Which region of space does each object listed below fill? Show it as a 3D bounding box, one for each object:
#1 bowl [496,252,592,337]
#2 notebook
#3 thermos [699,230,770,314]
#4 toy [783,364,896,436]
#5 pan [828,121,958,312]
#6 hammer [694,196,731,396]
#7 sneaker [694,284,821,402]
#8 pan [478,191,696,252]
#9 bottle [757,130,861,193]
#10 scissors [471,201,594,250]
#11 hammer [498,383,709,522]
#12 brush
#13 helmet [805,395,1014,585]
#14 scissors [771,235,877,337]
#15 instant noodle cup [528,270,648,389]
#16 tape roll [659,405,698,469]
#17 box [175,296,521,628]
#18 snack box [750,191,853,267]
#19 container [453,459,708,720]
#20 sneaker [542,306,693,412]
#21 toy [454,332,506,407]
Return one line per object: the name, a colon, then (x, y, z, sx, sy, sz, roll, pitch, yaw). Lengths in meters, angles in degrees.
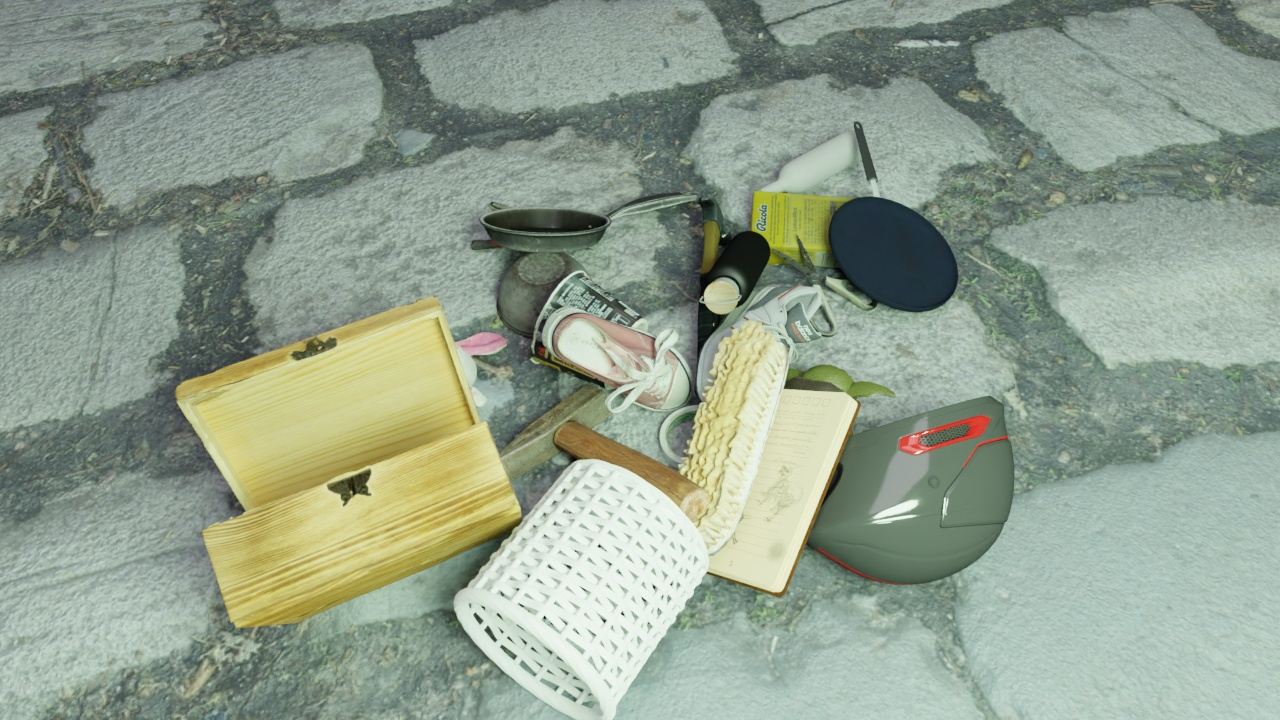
bowl: (-0.135, -0.107, 1.291, 0.145, 0.067, 0.144, -2, 50, 2)
notebook: (0.133, 0.133, 1.006, 0.168, 0.024, 0.225, 3, 63, 54)
thermos: (0.124, -0.112, 1.209, 0.061, 0.061, 0.230, 11, 25, 13)
toy: (0.204, 0.068, 1.113, 0.180, 0.078, 0.152, 11, 45, 43)
pan: (0.348, -0.216, 1.329, 0.198, 0.021, 0.355, 6, 57, -17)
hammer: (0.094, -0.089, 1.246, 0.025, 0.118, 0.332, -9, 53, 19)
sneaker: (0.159, -0.026, 1.150, 0.125, 0.089, 0.239, -18, 30, 37)
pan: (-0.064, -0.210, 1.355, 0.356, 0.055, 0.187, -11, 24, -31)
bottle: (0.263, -0.298, 1.436, 0.194, 0.053, 0.052, -31, 55, -21)
scissors: (-0.170, -0.200, 1.406, 0.194, 0.015, 0.179, -25, 53, -17)
hammer: (-0.033, 0.118, 1.037, 0.157, 0.037, 0.301, -36, 32, -24)
brush: (0.098, 0.084, 1.019, 0.083, 0.056, 0.270, -3, 58, 48)
helmet: (0.293, 0.151, 0.984, 0.264, 0.164, 0.169, -14, 79, -10)
scissors: (0.254, -0.102, 1.273, 0.157, 0.013, 0.168, 13, 63, -5)
instant noodle cup: (-0.062, -0.032, 1.186, 0.112, 0.137, 0.137, 29, 57, 14)
tape roll: (0.071, 0.097, 1.139, 0.094, 0.018, 0.093, -2, 50, 3)
box: (-0.298, 0.109, 0.981, 0.279, 0.270, 0.263, -23, 77, -13)
snack box: (0.252, -0.191, 1.353, 0.181, 0.045, 0.121, 4, 53, 5)
container: (-0.056, 0.229, 0.924, 0.189, 0.190, 0.186, 25, 55, 23)
sneaker: (-0.006, 0.006, 1.088, 0.088, 0.240, 0.118, 25, 90, 47)
toy: (-0.248, 0.025, 1.179, 0.159, 0.084, 0.194, 12, 45, -24)
